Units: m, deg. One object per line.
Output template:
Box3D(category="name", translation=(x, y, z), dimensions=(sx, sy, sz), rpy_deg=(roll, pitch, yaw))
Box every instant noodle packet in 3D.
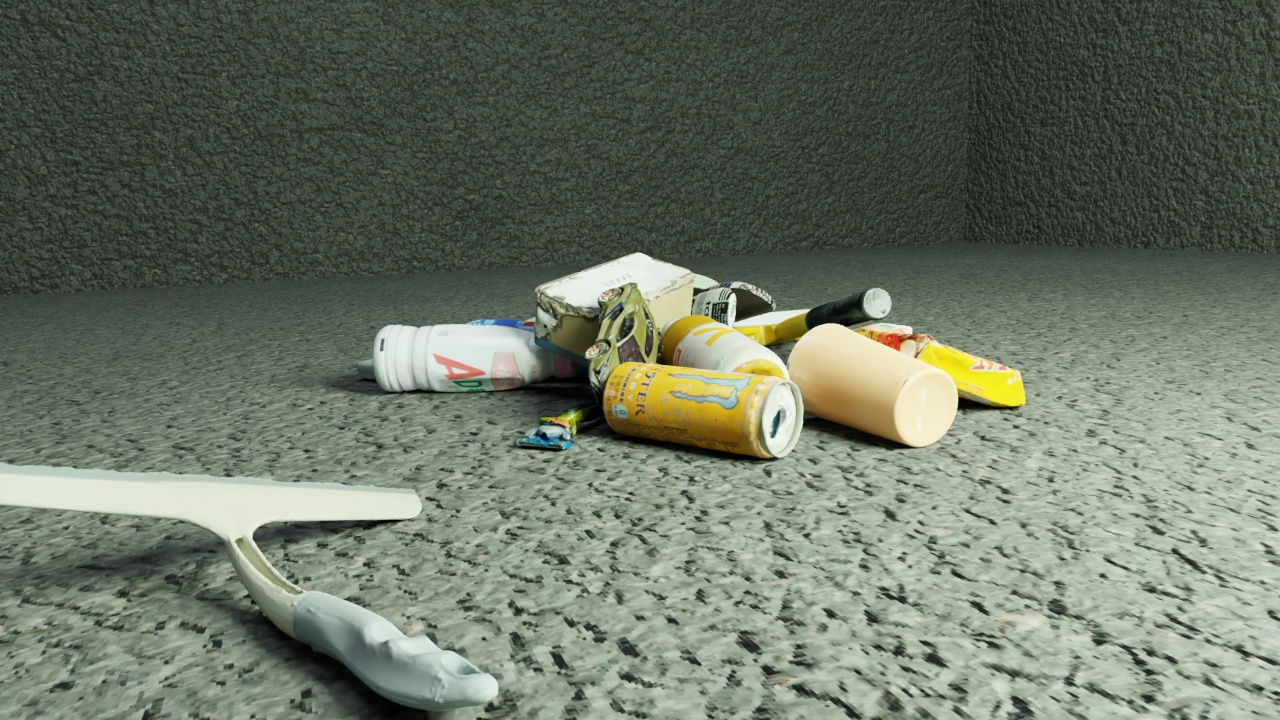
Box3D(category="instant noodle packet", translation=(0.253, 0.006, 0.785), dimensions=(0.128, 0.044, 0.111), rpy_deg=(15, 5, -27))

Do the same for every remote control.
Box3D(category="remote control", translation=(-0.250, 0.001, 1.051), dimensions=(0.058, 0.021, 0.149), rpy_deg=(4, 12, 33))
Box3D(category="remote control", translation=(0.162, -0.046, 1.183), dimensions=(0.135, 0.019, 0.056), rpy_deg=(-6, -18, -23))

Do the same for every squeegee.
Box3D(category="squeegee", translation=(-0.140, 0.101, 0.391), dimensions=(0.247, 0.039, 0.246), rpy_deg=(15, 1, 43))

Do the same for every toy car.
Box3D(category="toy car", translation=(-0.012, -0.006, 0.781), dimensions=(0.042, 0.070, 0.157), rpy_deg=(-16, 33, 20))

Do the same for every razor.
Box3D(category="razor", translation=(-0.047, 0.045, 0.747), dimensions=(0.043, 0.022, 0.142), rpy_deg=(4, 11, 25))

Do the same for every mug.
Box3D(category="mug", translation=(0.178, 0.021, 0.703), dimensions=(0.078, 0.078, 0.123), rpy_deg=(-7, 16, -25))

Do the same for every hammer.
Box3D(category="hammer", translation=(0.193, -0.043, 1.010), dimensions=(0.128, 0.033, 0.301), rpy_deg=(-10, -2, -12))

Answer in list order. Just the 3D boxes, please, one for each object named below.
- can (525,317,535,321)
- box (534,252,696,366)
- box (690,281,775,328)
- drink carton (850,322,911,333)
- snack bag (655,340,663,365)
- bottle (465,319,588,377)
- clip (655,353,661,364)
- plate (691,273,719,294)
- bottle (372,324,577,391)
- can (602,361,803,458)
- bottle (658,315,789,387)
Box3D(category="can", translation=(-0.105, -0.026, 1.068), dimensions=(0.058, 0.058, 0.116), rpy_deg=(0, 10, 14))
Box3D(category="box", translation=(-0.019, -0.055, 0.912), dimensions=(0.090, 0.062, 0.183), rpy_deg=(24, 30, 33))
Box3D(category="box", translation=(0.089, -0.048, 1.065), dimensions=(0.086, 0.075, 0.162), rpy_deg=(3, -9, -23))
Box3D(category="drink carton", translation=(0.210, -0.002, 0.879), dimensions=(0.122, 0.053, 0.046), rpy_deg=(-11, 14, -40))
Box3D(category="snack bag", translation=(0.049, -0.008, 0.975), dimensions=(0.110, 0.039, 0.191), rpy_deg=(19, -6, -36))
Box3D(category="bottle", translation=(-0.139, -0.012, 0.979), dimensions=(0.219, 0.065, 0.065), rpy_deg=(-1, 10, 8))
Box3D(category="clip", translation=(-0.005, 0.010, 0.900), dimensions=(0.100, 0.072, 0.034), rpy_deg=(15, 20, 42))
Box3D(category="plate", translation=(-0.002, -0.072, 1.170), dimensions=(0.230, 0.027, 0.230), rpy_deg=(-3, -12, -1))
Box3D(category="bottle", translation=(-0.163, -0.003, 0.916), dimensions=(0.197, 0.068, 0.068), rpy_deg=(0, 10, 5))
Box3D(category="can", translation=(0.043, 0.035, 0.679), dimensions=(0.146, 0.058, 0.058), rpy_deg=(6, 12, 38))
Box3D(category="bottle", translation=(0.062, 0.002, 0.793), dimensions=(0.068, 0.068, 0.189), rpy_deg=(-5, 16, -17))
